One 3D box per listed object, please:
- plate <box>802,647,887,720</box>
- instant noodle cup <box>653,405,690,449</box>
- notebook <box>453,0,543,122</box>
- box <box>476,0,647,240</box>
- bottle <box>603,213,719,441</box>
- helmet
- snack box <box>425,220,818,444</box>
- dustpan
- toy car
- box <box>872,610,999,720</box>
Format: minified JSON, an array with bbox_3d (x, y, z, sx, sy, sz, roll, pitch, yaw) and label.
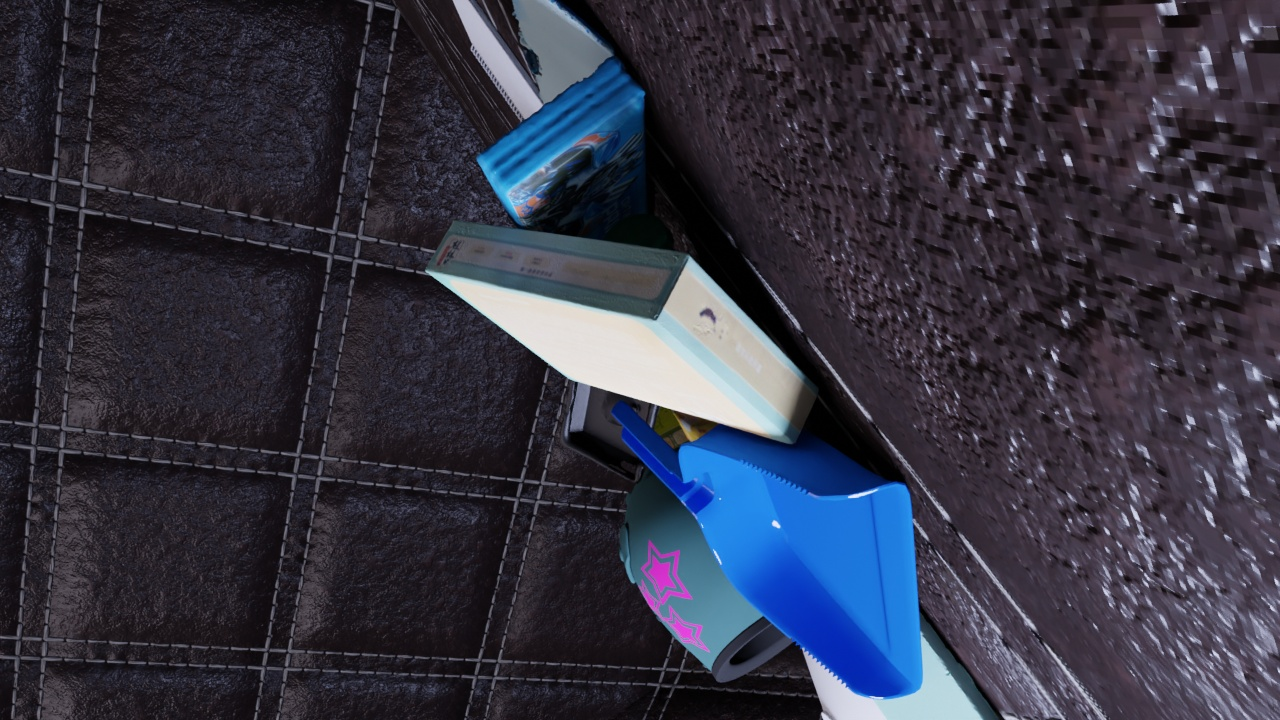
[{"bbox_3d":[0.192,0.326,0.769,0.229,0.030,0.229,55,171,12],"label":"plate"},{"bbox_3d":[0.032,0.055,1.102,0.146,0.098,0.146,56,177,4],"label":"instant noodle cup"},{"bbox_3d":[-0.130,-0.284,0.936,0.245,0.013,0.178,56,176,14],"label":"notebook"},{"bbox_3d":[-0.059,-0.134,0.576,0.115,0.094,0.243,52,176,6],"label":"box"},{"bbox_3d":[0.031,-0.015,0.641,0.068,0.068,0.210,54,176,43],"label":"bottle"},{"bbox_3d":[0.072,0.181,0.879,0.200,0.176,0.275,55,165,25],"label":"helmet"},{"bbox_3d":[-0.014,-0.017,0.523,0.194,0.044,0.141,15,162,44],"label":"snack box"},{"bbox_3d":[0.070,0.093,0.620,0.257,0.059,0.246,43,161,43],"label":"dustpan"},{"bbox_3d":[-0.005,0.005,0.819,0.094,0.071,0.192,26,121,25],"label":"toy car"},{"bbox_3d":[0.217,0.235,0.669,0.092,0.077,0.188,-7,-124,-53],"label":"box"}]
